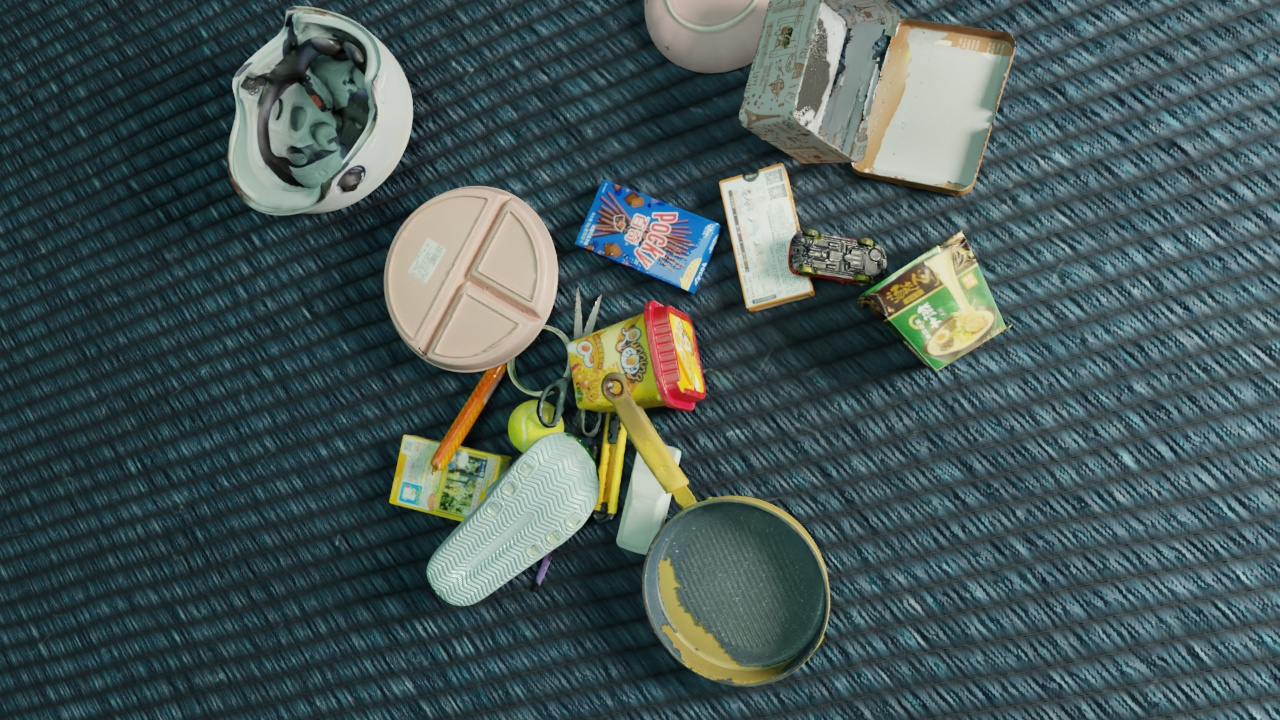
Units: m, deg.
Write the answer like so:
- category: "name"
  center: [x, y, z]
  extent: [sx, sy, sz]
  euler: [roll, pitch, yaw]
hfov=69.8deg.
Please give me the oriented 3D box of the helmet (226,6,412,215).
- category: "helmet"
  center: [-0.390, -0.297, 1.163]
  extent: [0.229, 0.145, 0.259]
  euler: [39, 105, 21]

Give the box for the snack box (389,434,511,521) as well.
- category: "snack box"
  center: [-0.231, 0.145, 1.112]
  extent: [0.140, 0.033, 0.087]
  euler: [9, 86, 21]

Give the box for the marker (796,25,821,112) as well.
- category: "marker"
  center: [0.188, -0.322, 1.031]
  extent: [0.017, 0.017, 0.145]
  euler: [7, 85, 20]

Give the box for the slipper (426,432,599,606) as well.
- category: "slipper"
  center: [-0.142, 0.182, 1.046]
  extent: [0.246, 0.074, 0.104]
  euler: [-44, 96, 10]

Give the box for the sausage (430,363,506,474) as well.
- category: "sausage"
  center: [-0.205, 0.065, 1.098]
  extent: [0.021, 0.021, 0.165]
  euler: [25, 74, 20]

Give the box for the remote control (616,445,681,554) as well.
- category: "remote control"
  center: [0.008, 0.154, 1.031]
  extent: [0.049, 0.024, 0.125]
  euler: [12, 87, 20]

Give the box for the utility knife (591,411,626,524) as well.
- category: "utility knife"
  center: [-0.031, 0.079, 1.059]
  extent: [0.033, 0.015, 0.223]
  euler: [5, 84, 17]

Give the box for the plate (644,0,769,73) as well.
- category: "plate"
  center: [0.091, -0.433, 1.067]
  extent: [0.193, 0.039, 0.192]
  euler: [-3, 82, 19]

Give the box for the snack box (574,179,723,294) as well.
- category: "snack box"
  center: [0.008, -0.144, 1.067]
  extent: [0.157, 0.026, 0.084]
  euler: [24, 91, 20]

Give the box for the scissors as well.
- category: "scissors"
  center: [-0.075, 0.006, 1.056]
  extent: [0.014, 0.163, 0.164]
  euler: [-7, 111, 51]

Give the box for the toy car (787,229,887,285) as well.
- category: "toy car"
  center: [0.210, -0.108, 0.980]
  extent: [0.106, 0.031, 0.049]
  euler: [7, 81, -5]

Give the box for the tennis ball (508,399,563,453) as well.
- category: "tennis ball"
  center: [-0.121, 0.078, 1.063]
  extent: [0.065, 0.065, 0.065]
  euler: [-3, 82, 19]

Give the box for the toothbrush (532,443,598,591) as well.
- category: "toothbrush"
  center: [-0.087, 0.184, 1.069]
  extent: [0.014, 0.016, 0.189]
  euler: [25, 95, 32]

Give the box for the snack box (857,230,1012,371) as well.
- category: "snack box"
  center: [0.294, -0.051, 0.917]
  extent: [0.118, 0.118, 0.105]
  euler: [-33, 84, 12]

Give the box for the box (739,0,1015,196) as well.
- category: "box"
  center: [0.244, -0.291, 0.970]
  extent: [0.269, 0.136, 0.179]
  euler: [17, 88, -10]

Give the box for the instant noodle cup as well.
- category: "instant noodle cup"
  center: [-0.006, 0.006, 1.006]
  extent: [0.124, 0.116, 0.116]
  euler: [-14, 79, 19]

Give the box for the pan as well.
- category: "pan"
  center: [0.058, 0.169, 0.951]
  extent: [0.198, 0.078, 0.357]
  euler: [-29, 85, 18]

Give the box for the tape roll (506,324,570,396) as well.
- category: "tape roll"
  center: [-0.119, 0.000, 1.100]
  extent: [0.086, 0.014, 0.085]
  euler: [-3, 82, 19]

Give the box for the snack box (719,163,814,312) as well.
- category: "snack box"
  center: [0.140, -0.136, 1.020]
  extent: [0.075, 0.026, 0.153]
  euler: [-14, 79, 17]

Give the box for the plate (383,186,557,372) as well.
- category: "plate"
  center: [-0.211, -0.100, 1.107]
  extent: [0.230, 0.028, 0.229]
  euler: [-1, 86, 16]
